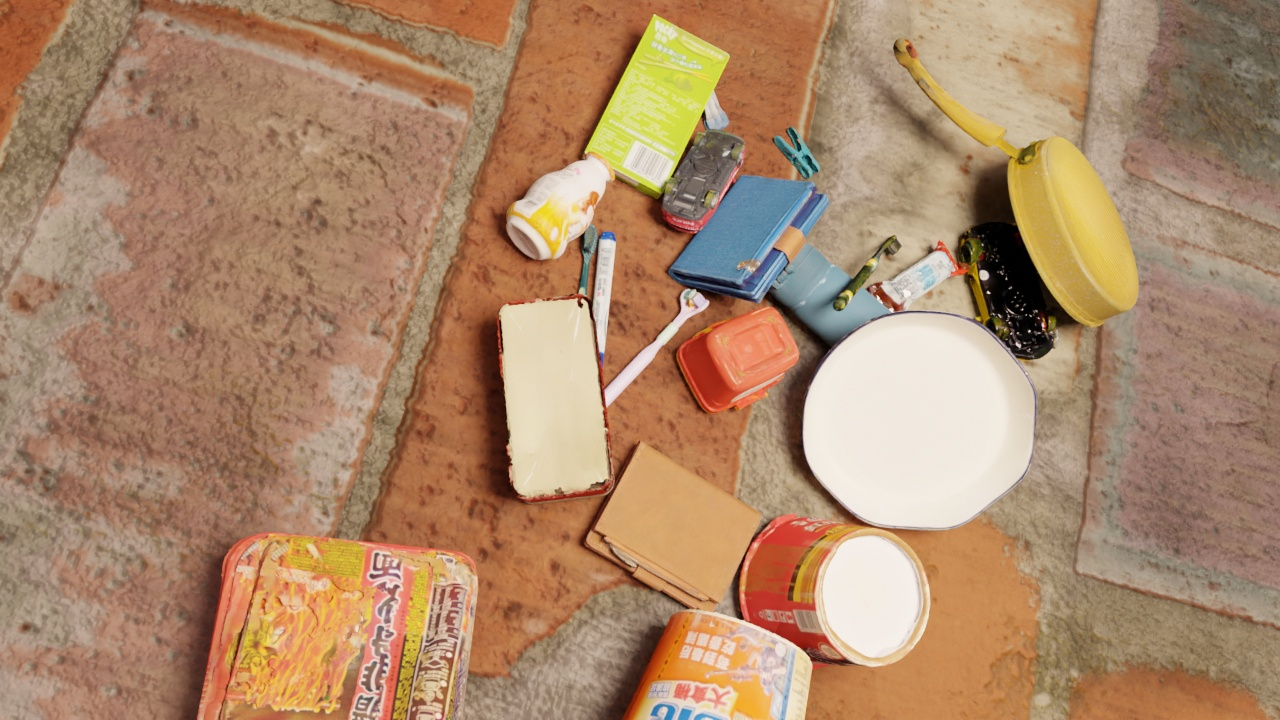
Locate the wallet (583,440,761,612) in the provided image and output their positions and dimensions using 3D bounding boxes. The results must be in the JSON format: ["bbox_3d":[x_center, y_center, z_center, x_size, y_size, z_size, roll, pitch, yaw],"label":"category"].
[{"bbox_3d":[0.030,0.148,0.805,0.132,0.031,0.107,31,68,-6],"label":"wallet"}]

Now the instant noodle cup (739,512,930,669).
[{"bbox_3d":[0.168,0.200,0.780,0.137,0.109,0.137,4,79,-20],"label":"instant noodle cup"}]

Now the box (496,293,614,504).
[{"bbox_3d":[-0.074,0.032,0.770,0.091,0.079,0.168,-7,76,-2],"label":"box"}]

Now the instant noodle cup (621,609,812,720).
[{"bbox_3d":[0.064,0.273,0.728,0.151,0.152,0.111,26,64,-7],"label":"instant noodle cup"}]

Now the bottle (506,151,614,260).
[{"bbox_3d":[-0.070,-0.142,0.831,0.063,0.063,0.108,42,71,-2],"label":"bottle"}]

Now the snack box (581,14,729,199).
[{"bbox_3d":[0.015,-0.244,0.884,0.086,0.026,0.156,26,83,-7],"label":"snack box"}]

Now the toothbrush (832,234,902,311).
[{"bbox_3d":[0.218,-0.084,0.872,0.017,0.012,0.185,53,39,-3],"label":"toothbrush"}]

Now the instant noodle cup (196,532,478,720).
[{"bbox_3d":[-0.225,0.220,0.696,0.188,0.079,0.164,10,74,-13],"label":"instant noodle cup"}]

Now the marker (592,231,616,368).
[{"bbox_3d":[-0.036,-0.049,0.843,0.017,0.017,0.145,8,75,-13],"label":"marker"}]

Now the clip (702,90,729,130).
[{"bbox_3d":[0.069,-0.258,0.919,0.024,0.028,0.057,-24,93,-14],"label":"clip"}]

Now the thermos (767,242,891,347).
[{"bbox_3d":[0.214,-0.029,0.878,0.220,0.070,0.070,40,70,-2],"label":"thermos"}]

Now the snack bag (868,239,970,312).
[{"bbox_3d":[0.281,-0.081,0.924,0.105,0.026,0.045,-33,85,-9],"label":"snack bag"}]

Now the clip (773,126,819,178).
[{"bbox_3d":[0.160,-0.211,0.935,0.041,0.014,0.056,-34,85,-19],"label":"clip"}]

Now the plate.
[{"bbox_3d":[0.249,0.053,0.833,0.205,0.045,0.205,1,101,7],"label":"plate"}]

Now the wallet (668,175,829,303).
[{"bbox_3d":[0.102,-0.117,0.859,0.132,0.106,0.040,-54,136,-19],"label":"wallet"}]

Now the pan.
[{"bbox_3d":[0.380,-0.188,0.922,0.357,0.078,0.197,53,43,-13],"label":"pan"}]

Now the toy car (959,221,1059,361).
[{"bbox_3d":[0.374,-0.071,0.939,0.071,0.041,0.155,-10,74,-6],"label":"toy car"}]

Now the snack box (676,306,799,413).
[{"bbox_3d":[0.092,-0.002,0.831,0.091,0.080,0.082,-25,85,-19],"label":"snack box"}]

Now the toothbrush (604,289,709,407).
[{"bbox_3d":[-0.005,0.005,0.836,0.029,0.021,0.188,33,70,27],"label":"toothbrush"}]

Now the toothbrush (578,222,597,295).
[{"bbox_3d":[-0.056,-0.037,0.834,0.016,0.018,0.191,7,75,-2],"label":"toothbrush"}]

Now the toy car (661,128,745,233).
[{"bbox_3d":[0.060,-0.172,0.879,0.053,0.045,0.120,22,62,13],"label":"toy car"}]
